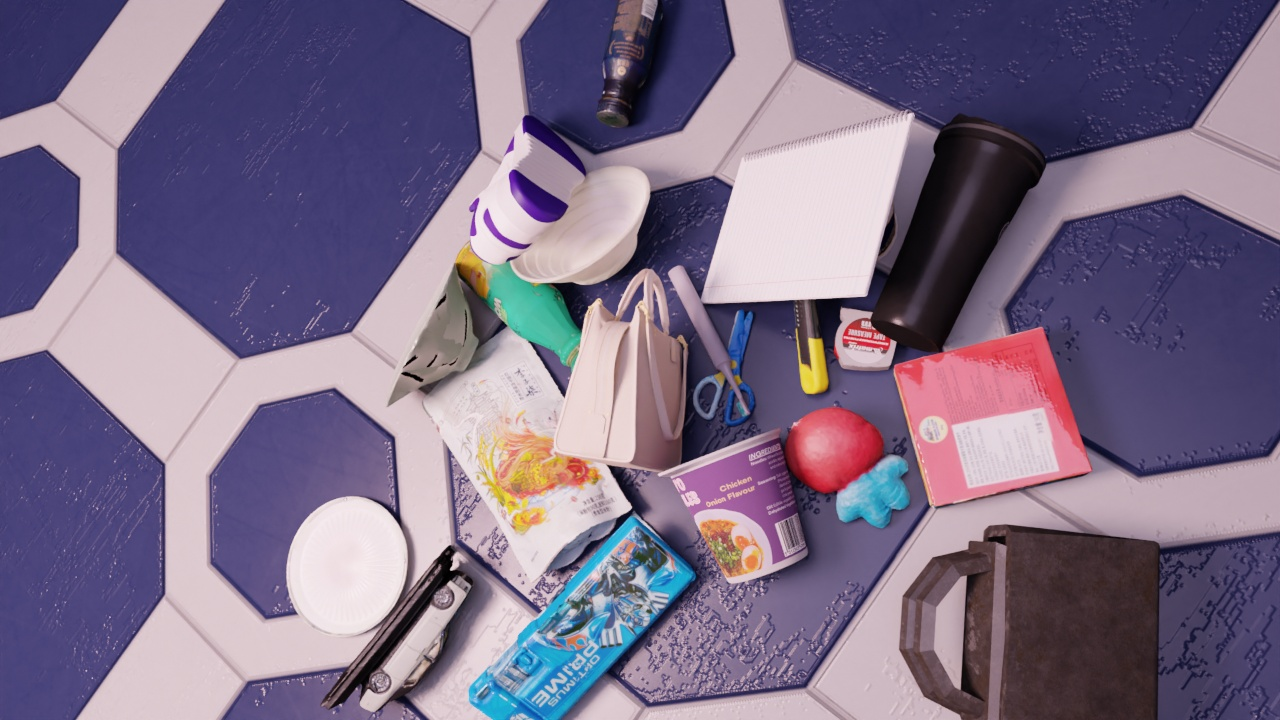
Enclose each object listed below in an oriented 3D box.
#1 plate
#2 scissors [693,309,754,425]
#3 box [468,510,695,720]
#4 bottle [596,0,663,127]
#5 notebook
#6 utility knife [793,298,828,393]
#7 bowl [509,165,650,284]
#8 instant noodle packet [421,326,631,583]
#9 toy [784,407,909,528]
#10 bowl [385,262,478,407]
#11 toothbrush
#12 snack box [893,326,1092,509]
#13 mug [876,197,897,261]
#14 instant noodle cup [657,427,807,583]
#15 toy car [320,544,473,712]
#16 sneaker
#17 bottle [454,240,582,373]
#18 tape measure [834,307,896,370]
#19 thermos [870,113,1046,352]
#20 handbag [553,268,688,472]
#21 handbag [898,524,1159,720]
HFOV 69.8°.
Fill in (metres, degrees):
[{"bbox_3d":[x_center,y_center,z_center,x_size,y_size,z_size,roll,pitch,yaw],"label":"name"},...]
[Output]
[{"bbox_3d":[-0.333,0.234,1.046,0.157,0.014,0.156,-4,76,16],"label":"plate"},{"bbox_3d":[0.103,0.006,0.972,0.070,0.022,0.130,17,79,22],"label":"scissors"},{"bbox_3d":[-0.062,0.269,0.942,0.092,0.085,0.243,43,91,-16],"label":"box"},{"bbox_3d":[-0.015,-0.352,1.068,0.056,0.056,0.160,10,80,18],"label":"bottle"},{"bbox_3d":[0.156,-0.143,0.911,0.246,0.013,0.177,3,74,58],"label":"notebook"},{"bbox_3d":[0.167,-0.059,0.937,0.029,0.020,0.187,-9,88,59],"label":"utility knife"},{"bbox_3d":[-0.055,-0.133,1.008,0.177,0.058,0.176,-21,41,19],"label":"bowl"},{"bbox_3d":[-0.132,0.094,1.001,0.147,0.057,0.269,-38,64,3],"label":"instant noodle packet"},{"bbox_3d":[0.204,0.102,0.896,0.133,0.062,0.092,45,114,3],"label":"toy"},{"bbox_3d":[-0.220,-0.018,1.026,0.068,0.174,0.174,26,84,-16],"label":"bowl"},{"bbox_3d":[0.074,-0.022,0.972,0.019,0.018,0.187,-35,63,20],"label":"toothbrush"},{"bbox_3d":[0.331,0.056,0.876,0.145,0.040,0.142,-15,73,13],"label":"snack box"},{"bbox_3d":[0.204,-0.149,0.936,0.112,0.089,0.085,-2,76,16],"label":"mug"},{"bbox_3d":[0.096,0.145,0.886,0.136,0.122,0.122,-16,81,-34],"label":"instant noodle cup"},{"bbox_3d":[-0.245,0.297,0.978,0.071,0.094,0.191,38,88,-4],"label":"toy car"},{"bbox_3d":[-0.133,-0.182,1.011,0.092,0.243,0.111,38,116,-20],"label":"sneaker"},{"bbox_3d":[-0.119,-0.057,1.023,0.209,0.068,0.068,43,91,21],"label":"bottle"},{"bbox_3d":[0.229,-0.020,0.934,0.060,0.020,0.062,10,79,12],"label":"tape measure"},{"bbox_3d":[0.301,-0.120,0.891,0.106,0.106,0.218,24,84,20],"label":"thermos"},{"bbox_3d":[-0.005,0.006,0.905,0.101,0.194,0.197,6,82,17],"label":"handbag"},{"bbox_3d":[0.326,0.244,0.798,0.199,0.102,0.197,8,79,2],"label":"handbag"}]
